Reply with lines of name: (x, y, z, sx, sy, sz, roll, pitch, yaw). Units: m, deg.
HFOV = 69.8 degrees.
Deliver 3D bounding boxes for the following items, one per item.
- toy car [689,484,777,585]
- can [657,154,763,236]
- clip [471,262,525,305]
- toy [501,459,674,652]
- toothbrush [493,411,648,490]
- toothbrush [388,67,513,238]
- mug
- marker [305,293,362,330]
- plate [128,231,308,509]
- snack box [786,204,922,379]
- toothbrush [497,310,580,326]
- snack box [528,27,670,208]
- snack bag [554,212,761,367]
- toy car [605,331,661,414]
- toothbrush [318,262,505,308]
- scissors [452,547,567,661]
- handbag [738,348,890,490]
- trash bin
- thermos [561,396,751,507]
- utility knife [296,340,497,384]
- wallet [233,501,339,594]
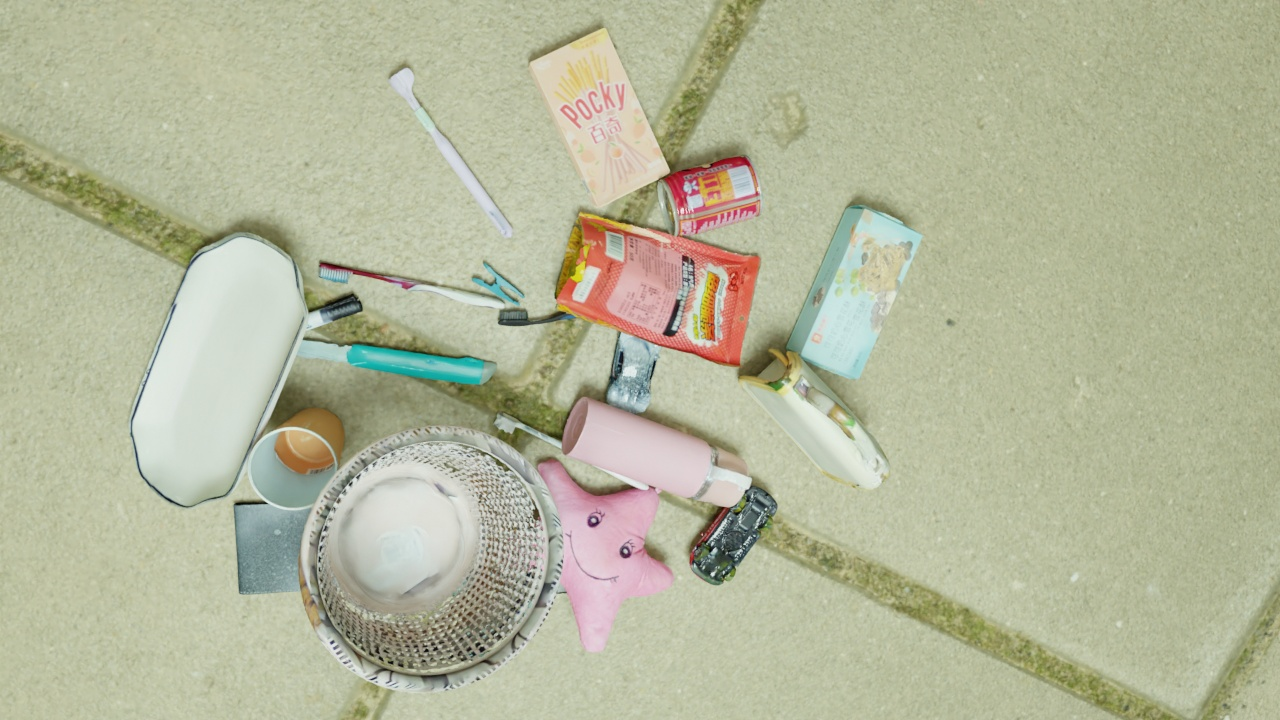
toy car: (0.102, 0.193, 1.019, 0.053, 0.045, 0.120, 38, 87, -12)
can: (0.070, -0.167, 0.936, 0.093, 0.066, 0.066, -17, 103, -7)
clip: (-0.145, -0.076, 0.942, 0.057, 0.014, 0.048, 33, 91, -13)
toy: (-0.049, 0.187, 0.976, 0.178, 0.075, 0.194, -41, 93, -23)
toothbrush: (-0.073, 0.100, 0.976, 0.180, 0.016, 0.016, 26, 104, -6)
toothbrush: (-0.184, -0.201, 0.910, 0.029, 0.021, 0.189, -23, 109, 34)
mug: (-0.322, 0.088, 0.883, 0.078, 0.123, 0.078, -2, 100, -9)
marker: (-0.342, -0.037, 0.911, 0.130, 0.018, 0.023, -19, 111, -7)
plate: (-0.394, 0.011, 0.871, 0.162, 0.034, 0.266, 25, 94, 24)
snack box: (0.229, -0.073, 0.990, 0.074, 0.051, 0.175, 21, 95, -14)
toothbrush: (-0.055, -0.050, 0.964, 0.189, 0.014, 0.016, -5, 76, -10)
snack box: (-0.041, -0.242, 0.923, 0.084, 0.026, 0.157, -27, 104, -5)
snack bag: (0.022, -0.074, 0.946, 0.207, 0.073, 0.128, 15, 76, -16)
toy car: (-0.006, 0.006, 0.973, 0.049, 0.031, 0.105, 10, 98, -13)
toothbrush: (-0.229, -0.072, 0.926, 0.187, 0.016, 0.017, 11, 106, -12)
scissors: (-0.144, 0.242, 0.998, 0.177, 0.019, 0.169, -35, 104, -1)
handbag: (0.195, 0.062, 0.945, 0.063, 0.179, 0.163, -46, 103, -6)
trash bin: (-0.209, 0.176, 0.867, 0.227, 0.192, 0.227, 2, 84, -24)
thermos: (0.022, 0.101, 0.963, 0.198, 0.087, 0.067, 22, 80, -17)
utility knife: (-0.252, -0.001, 0.936, 0.209, 0.013, 0.029, 9, 100, -14)
wallet: (-0.356, 0.192, 0.952, 0.120, 0.019, 0.097, -1, 100, -12)
